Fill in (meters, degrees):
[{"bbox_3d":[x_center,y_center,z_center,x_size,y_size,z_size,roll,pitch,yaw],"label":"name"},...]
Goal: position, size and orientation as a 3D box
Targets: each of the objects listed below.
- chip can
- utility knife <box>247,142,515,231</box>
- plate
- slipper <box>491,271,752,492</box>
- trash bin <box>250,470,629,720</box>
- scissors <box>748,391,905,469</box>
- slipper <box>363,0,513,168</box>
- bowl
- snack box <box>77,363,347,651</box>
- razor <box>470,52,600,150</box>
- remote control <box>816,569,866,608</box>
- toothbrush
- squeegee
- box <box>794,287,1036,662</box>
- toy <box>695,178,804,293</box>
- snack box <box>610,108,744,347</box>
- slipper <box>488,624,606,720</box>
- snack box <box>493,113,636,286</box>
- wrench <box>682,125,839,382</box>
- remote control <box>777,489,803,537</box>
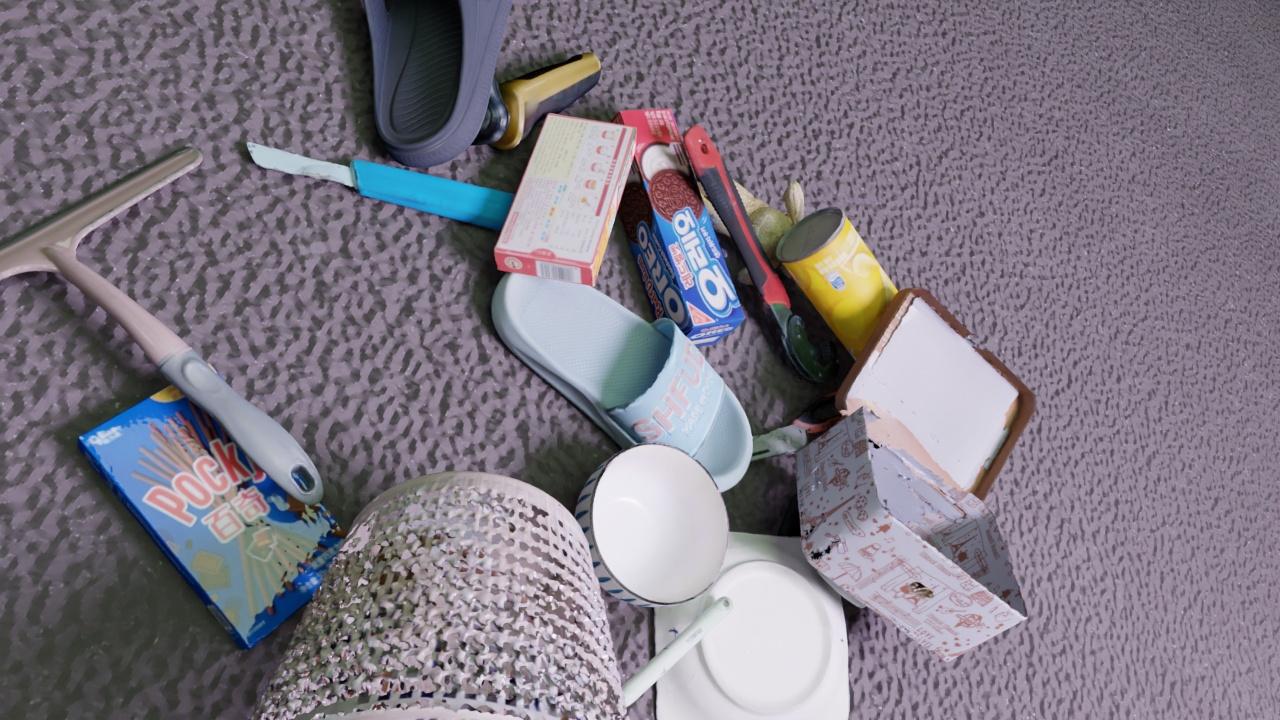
[{"bbox_3d":[0.210,-0.040,0.840,0.213,0.072,0.071,49,52,-25],"label":"chip can"},{"bbox_3d":[-0.183,-0.132,0.695,0.216,0.018,0.034,10,67,-30],"label":"utility knife"},{"bbox_3d":[0.091,0.210,0.698,0.163,0.034,0.164,5,67,-18],"label":"plate"},{"bbox_3d":[-0.004,0.004,0.716,0.245,0.074,0.103,37,55,-10],"label":"slipper"},{"bbox_3d":[-0.101,0.175,0.496,0.227,0.228,0.191,26,31,-21],"label":"trash bin"},{"bbox_3d":[0.149,0.078,0.803,0.196,0.015,0.204,29,43,6],"label":"scissors"},{"bbox_3d":[-0.160,-0.281,0.706,0.083,0.111,0.267,46,44,-63],"label":"slipper"},{"bbox_3d":[0.000,0.124,0.675,0.116,0.066,0.116,12,66,-27],"label":"bowl"},{"bbox_3d":[-0.252,0.087,0.556,0.084,0.026,0.157,-40,94,-37],"label":"snack box"},{"bbox_3d":[-0.091,-0.228,0.775,0.167,0.062,0.068,-42,124,-42],"label":"razor"},{"bbox_3d":[0.174,0.144,0.774,0.056,0.019,0.134,41,31,-14],"label":"remote control"},{"bbox_3d":[0.003,0.213,0.615,0.029,0.020,0.189,46,48,16],"label":"toothbrush"},{"bbox_3d":[-0.280,-0.004,0.540,0.249,0.040,0.246,41,52,2],"label":"squeegee"},{"bbox_3d":[0.233,0.090,0.762,0.179,0.125,0.273,38,54,-19],"label":"box"},{"bbox_3d":[0.109,-0.123,0.856,0.157,0.066,0.105,28,90,-15],"label":"toy"},{"bbox_3d":[0.025,-0.115,0.796,0.058,0.057,0.207,-11,77,-31],"label":"snack box"},{"bbox_3d":[-0.060,0.294,0.573,0.114,0.055,0.273,18,60,-25],"label":"slipper"},{"bbox_3d":[-0.056,-0.130,0.722,0.077,0.027,0.155,10,56,7],"label":"snack box"},{"bbox_3d":[0.109,-0.085,0.814,0.273,0.016,0.056,56,49,-23],"label":"wrench"},{"bbox_3d":[0.134,0.167,0.767,0.053,0.024,0.136,36,56,-15],"label":"remote control"}]
